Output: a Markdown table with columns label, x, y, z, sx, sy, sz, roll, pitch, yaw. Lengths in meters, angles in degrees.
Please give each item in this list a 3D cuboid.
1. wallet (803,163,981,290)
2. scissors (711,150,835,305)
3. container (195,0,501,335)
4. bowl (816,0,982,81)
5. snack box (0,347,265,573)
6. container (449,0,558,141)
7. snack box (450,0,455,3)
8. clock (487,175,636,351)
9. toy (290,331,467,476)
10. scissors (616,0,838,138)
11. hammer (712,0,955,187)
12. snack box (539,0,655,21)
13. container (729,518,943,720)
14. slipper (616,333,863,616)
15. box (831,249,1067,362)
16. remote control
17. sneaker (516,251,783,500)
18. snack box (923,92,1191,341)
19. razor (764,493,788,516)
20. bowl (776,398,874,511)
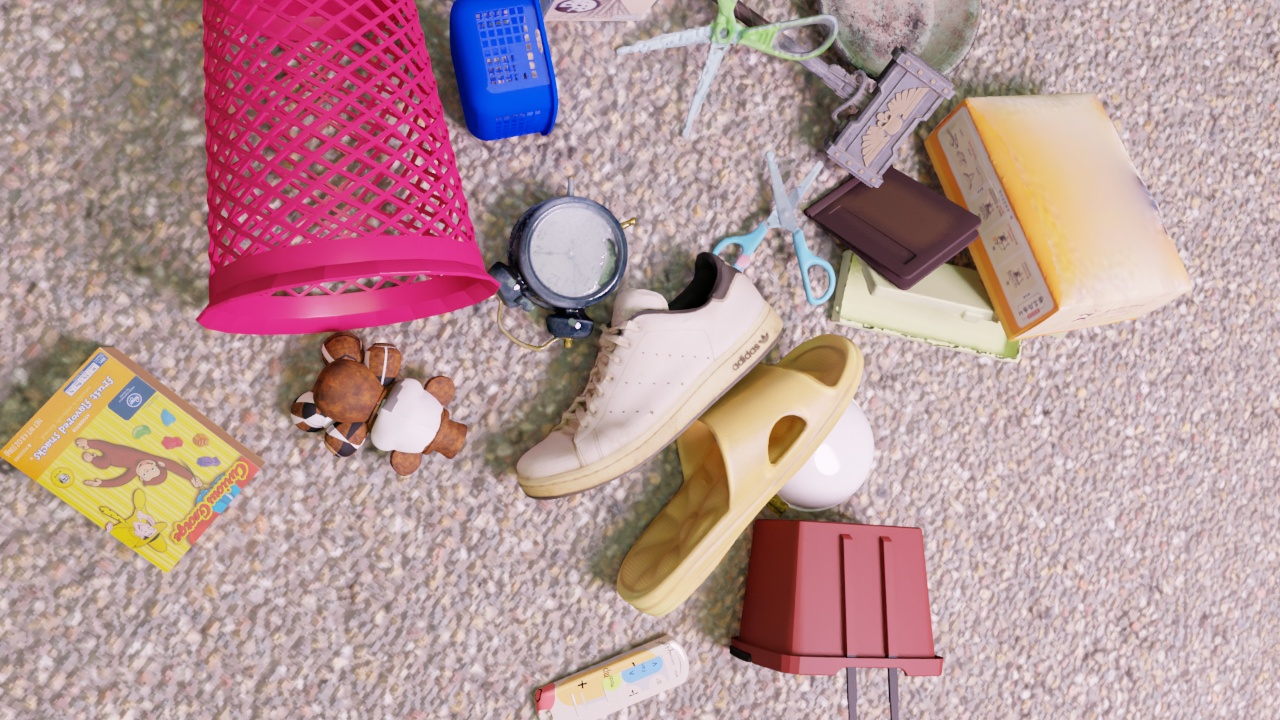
| label | x | y | z | sx | sy | sz | roll | pitch | yaw |
| --- | --- | --- | --- | --- | --- | --- | --- | --- | --- |
| wallet | 0.207 | -0.117 | 0.751 | 0.091 | 0.018 | 0.115 | -35 | 56 | -13 |
| scissors | 0.121 | -0.098 | 0.748 | 0.125 | 0.015 | 0.136 | 38 | 95 | -1 |
| container | -0.199 | -0.145 | 0.592 | 0.183 | 0.183 | 0.225 | -8 | 86 | -17 |
| bowl | 0.210 | -0.304 | 0.773 | 0.157 | 0.038 | 0.157 | 0 | 91 | -17 |
| snack box | -0.335 | 0.065 | 0.614 | 0.126 | 0.040 | 0.088 | 42 | 80 | -13 |
| container | -0.099 | -0.205 | 0.645 | 0.058 | 0.114 | 0.096 | -13 | 95 | -11 |
| snack box | -0.103 | -0.347 | 0.666 | 0.075 | 0.053 | 0.174 | 41 | 79 | -5 |
| clock | -0.061 | -0.068 | 0.691 | 0.090 | 0.052 | 0.129 | 31 | 87 | -15 |
| toy | -0.181 | 0.035 | 0.653 | 0.112 | 0.067 | 0.087 | 28 | 83 | -25 |
| scissors | 0.063 | -0.258 | 0.704 | 0.171 | 0.023 | 0.169 | -4 | 116 | 10 |
| hammer | 0.086 | -0.269 | 0.721 | 0.322 | 0.044 | 0.099 | 34 | 117 | -6 |
| snack box | -0.018 | -0.276 | 0.647 | 0.082 | 0.150 | 0.026 | -7 | 94 | -16 |
| container | 0.154 | 0.229 | 0.721 | 0.148 | 0.127 | 0.200 | 6 | 79 | -17 |
| slipper | 0.061 | 0.072 | 0.705 | 0.078 | 0.099 | 0.263 | 39 | 85 | -19 |
| box | 0.261 | -0.052 | 0.789 | 0.188 | 0.089 | 0.077 | 10 | 68 | -15 |
| remote control | -0.022 | 0.257 | 0.726 | 0.125 | 0.018 | 0.038 | -19 | 96 | -14 |
| sneaker | -0.004 | 0.004 | 0.687 | 0.241 | 0.089 | 0.102 | -37 | 107 | -16 |
| snack box | 0.346 | -0.127 | 0.757 | 0.145 | 0.081 | 0.195 | -9 | 71 | -22 |
| razor | 0.125 | 0.071 | 0.726 | 0.042 | 0.026 | 0.106 | 39 | 109 | 17 |
| bowl | 0.154 | 0.074 | 0.762 | 0.109 | 0.040 | 0.110 | 0 | 91 | -17 |
